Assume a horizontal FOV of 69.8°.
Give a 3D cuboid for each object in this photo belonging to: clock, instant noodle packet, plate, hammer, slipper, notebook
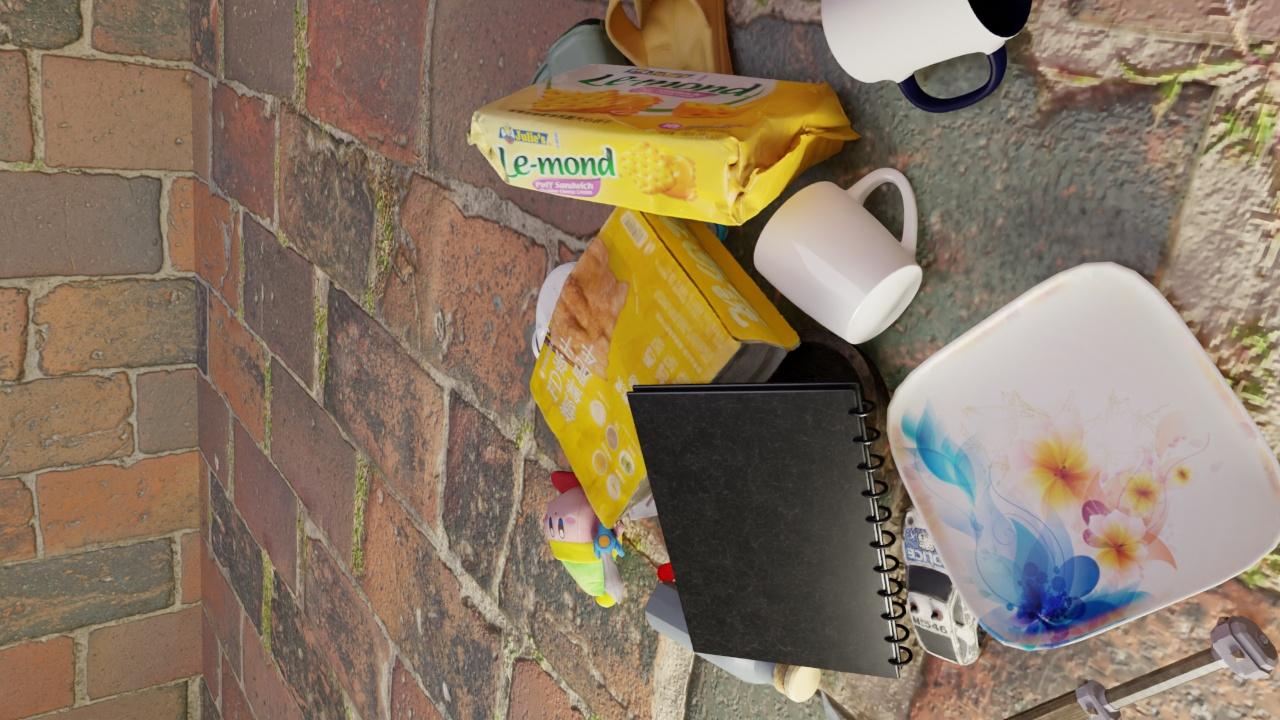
[{"bbox_3d":[-0.055,-0.031,0.892,0.125,0.072,0.161,58,136,30],"label":"clock"},{"bbox_3d":[-0.004,0.004,0.720,0.222,0.084,0.163,-53,56,31],"label":"instant noodle packet"},{"bbox_3d":[0.243,0.056,0.528,0.187,0.016,0.186,-41,56,35],"label":"plate"},{"bbox_3d":[0.241,0.229,0.575,0.147,0.028,0.318,57,134,19],"label":"hammer"},{"bbox_3d":[0.016,-0.284,0.756,0.100,0.078,0.263,-18,79,56],"label":"slipper"},{"bbox_3d":[0.093,0.121,0.644,0.169,0.019,0.232,-2,115,28],"label":"notebook"}]

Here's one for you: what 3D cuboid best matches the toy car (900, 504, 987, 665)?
[{"bbox_3d":[0.196,0.149,0.606,0.049,0.040,0.113,6,113,51],"label":"toy car"}]

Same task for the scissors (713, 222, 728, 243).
[{"bbox_3d":[0.032,-0.128,0.813,0.141,0.014,0.090,-7,88,51],"label":"scissors"}]

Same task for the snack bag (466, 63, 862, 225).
[{"bbox_3d":[0.014,-0.159,0.657,0.247,0.159,0.068,15,123,29],"label":"snack bag"}]

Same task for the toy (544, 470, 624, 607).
[{"bbox_3d":[-0.044,0.181,0.923,0.124,0.096,0.131,-1,76,47],"label":"toy"}]

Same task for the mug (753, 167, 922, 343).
[{"bbox_3d":[0.148,-0.077,0.627,0.114,0.081,0.087,-47,60,9],"label":"mug"}]

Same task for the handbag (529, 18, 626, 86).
[{"bbox_3d":[-0.048,-0.236,0.856,0.106,0.067,0.121,-35,68,48],"label":"handbag"}]

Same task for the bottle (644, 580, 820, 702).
[{"bbox_3d":[0.078,0.234,0.762,0.161,0.072,0.046,12,66,51],"label":"bottle"}]

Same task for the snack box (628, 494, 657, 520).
[{"bbox_3d":[0.033,0.095,0.835,0.150,0.026,0.082,-24,77,51],"label":"snack box"}]

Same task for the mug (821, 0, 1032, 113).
[{"bbox_3d":[0.180,-0.207,0.564,0.097,0.078,0.112,-2,122,53],"label":"mug"}]

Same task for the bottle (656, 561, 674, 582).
[{"bbox_3d":[0.052,0.177,0.814,0.119,0.036,0.036,-37,66,49],"label":"bottle"}]

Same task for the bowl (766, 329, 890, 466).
[{"bbox_3d":[0.133,0.041,0.667,0.121,0.056,0.121,-10,75,44],"label":"bowl"}]
